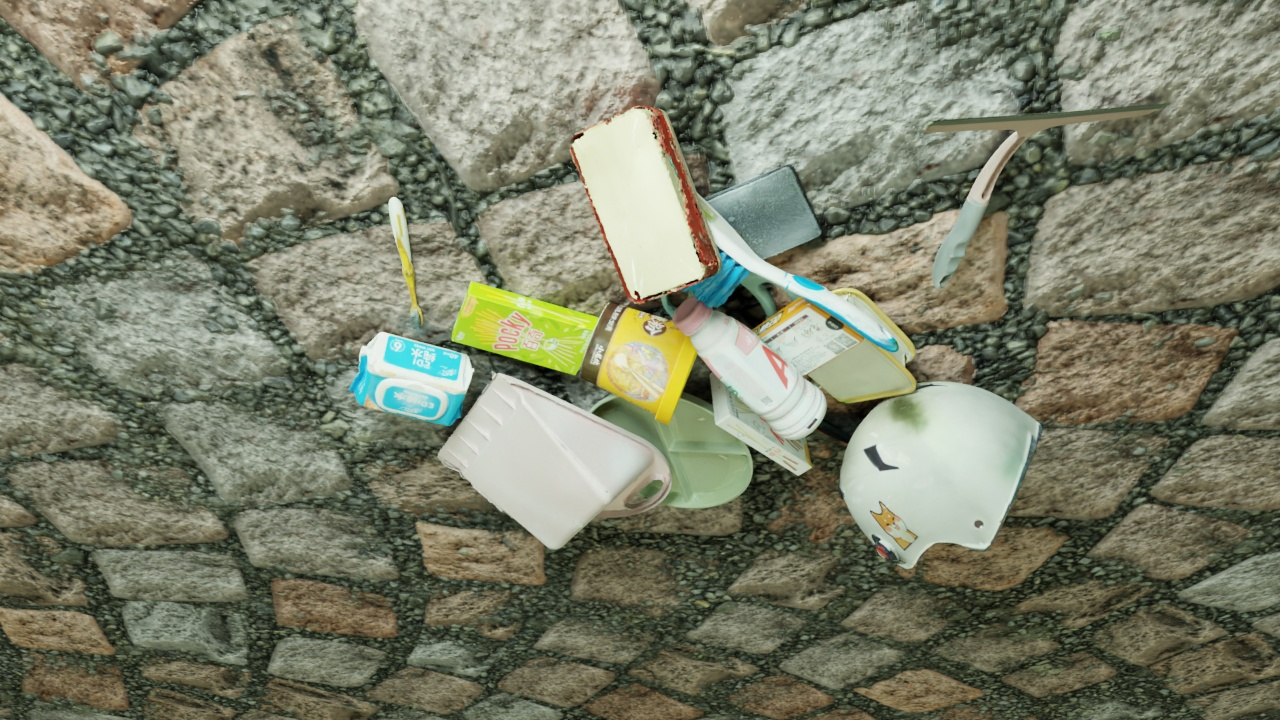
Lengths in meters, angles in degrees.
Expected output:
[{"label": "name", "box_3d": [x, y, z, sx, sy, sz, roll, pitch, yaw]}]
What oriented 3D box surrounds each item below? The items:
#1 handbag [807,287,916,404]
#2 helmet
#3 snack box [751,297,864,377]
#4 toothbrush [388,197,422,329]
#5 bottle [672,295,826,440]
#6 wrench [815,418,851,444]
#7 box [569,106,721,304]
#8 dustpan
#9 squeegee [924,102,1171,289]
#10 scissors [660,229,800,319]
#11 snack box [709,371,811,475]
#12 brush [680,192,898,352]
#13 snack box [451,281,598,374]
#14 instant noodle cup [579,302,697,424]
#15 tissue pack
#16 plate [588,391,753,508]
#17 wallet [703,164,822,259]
[{"label": "handbag", "box_3d": [0.216, -0.008, 1.083, 0.179, 0.063, 0.163, -18, 137, 42]}, {"label": "helmet", "box_3d": [0.334, 0.118, 1.110, 0.157, 0.229, 0.275, 40, 156, -8]}, {"label": "snack box", "box_3d": [0.167, -0.019, 1.000, 0.075, 0.026, 0.154, 33, 146, -14]}, {"label": "toothbrush", "box_3d": [-0.257, -0.101, 1.007, 0.016, 0.018, 0.192, 1, 139, -3]}, {"label": "bottle", "box_3d": [0.115, 0.006, 0.980, 0.068, 0.068, 0.197, -33, 118, 33]}, {"label": "wrench", "box_3d": [0.193, 0.060, 1.155, 0.273, 0.016, 0.056, 29, 175, -38]}, {"label": "box", "box_3d": [0.005, -0.143, 0.847, 0.091, 0.075, 0.168, -19, 97, 22]}, {"label": "dustpan", "box_3d": [-0.102, 0.129, 1.210, 0.273, 0.138, 0.223, 46, 134, 0]}, {"label": "squeegee", "box_3d": [0.341, -0.161, 0.910, 0.247, 0.040, 0.250, -8, 147, -16]}, {"label": "scissors", "box_3d": [0.105, -0.075, 0.996, 0.181, 0.019, 0.171, 23, 144, -4]}, {"label": "snack box", "box_3d": [0.150, 0.076, 1.148, 0.156, 0.084, 0.027, 32, 126, -30]}, {"label": "brush", "box_3d": [0.106, -0.086, 0.909, 0.314, 0.060, 0.110, 43, 118, -4]}, {"label": "snack box", "box_3d": [-0.135, -0.036, 1.073, 0.156, 0.026, 0.086, 16, 136, -16]}, {"label": "instant noodle cup", "box_3d": [0.001, -0.003, 1.035, 0.114, 0.118, 0.119, 21, 138, 5]}, {"label": "tissue pack", "box_3d": [-0.278, 0.027, 1.119, 0.140, 0.063, 0.090, 16, 137, -16]}, {"label": "plate", "box_3d": [0.036, 0.114, 1.198, 0.230, 0.027, 0.231, 13, 137, 12]}, {"label": "wallet", "box_3d": [0.117, -0.145, 0.951, 0.121, 0.019, 0.097, -20, 134, 20]}]
